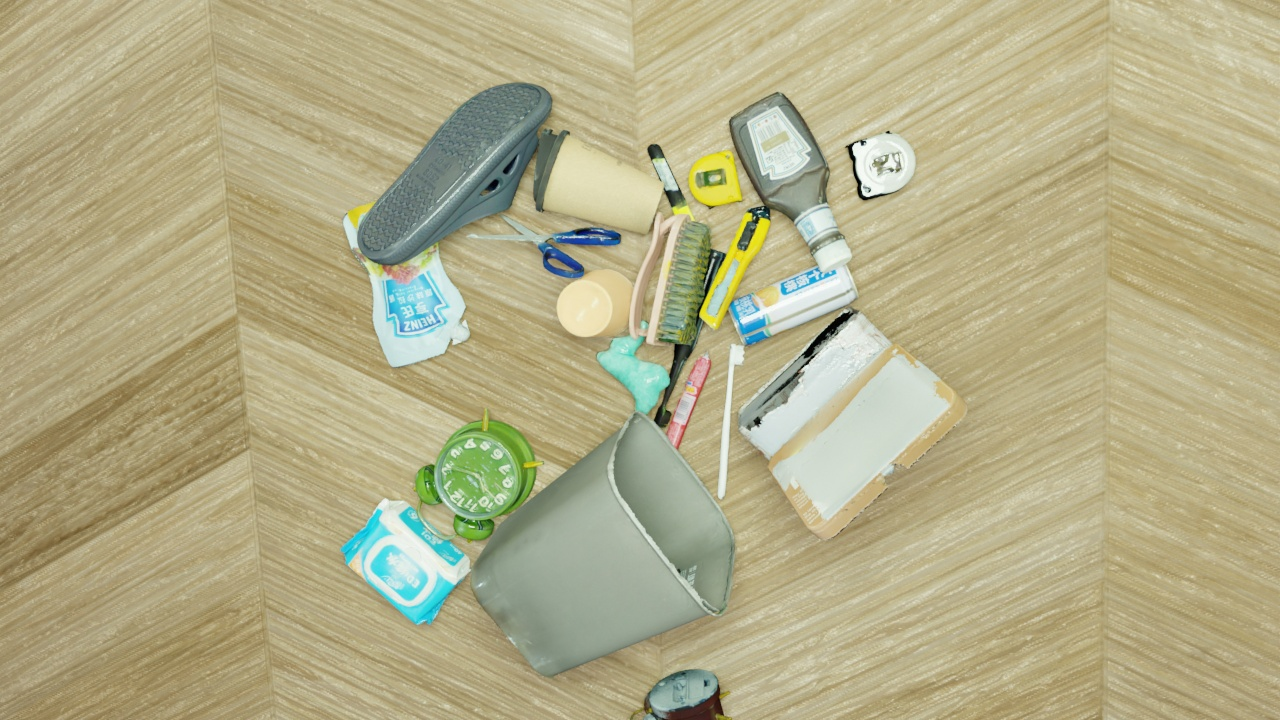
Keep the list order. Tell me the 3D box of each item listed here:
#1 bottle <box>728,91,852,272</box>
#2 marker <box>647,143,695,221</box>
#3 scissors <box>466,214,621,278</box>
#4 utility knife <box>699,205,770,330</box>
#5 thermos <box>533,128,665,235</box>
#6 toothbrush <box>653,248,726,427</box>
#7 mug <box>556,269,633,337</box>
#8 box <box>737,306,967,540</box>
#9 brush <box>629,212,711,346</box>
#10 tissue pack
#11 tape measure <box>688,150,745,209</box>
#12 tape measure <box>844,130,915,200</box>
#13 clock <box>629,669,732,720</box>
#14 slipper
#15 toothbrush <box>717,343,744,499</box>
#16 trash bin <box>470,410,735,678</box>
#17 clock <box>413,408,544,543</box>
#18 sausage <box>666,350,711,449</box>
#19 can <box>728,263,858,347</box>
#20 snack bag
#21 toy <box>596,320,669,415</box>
[{"bbox_3d":[0.165,-0.185,0.972,0.080,0.044,0.195,-27,78,11],"label":"bottle"},{"bbox_3d":[0.038,-0.186,1.026,0.018,0.015,0.124,-25,90,14],"label":"marker"},{"bbox_3d":[-0.101,-0.129,1.006,0.175,0.162,0.012,-5,123,-18],"label":"scissors"},{"bbox_3d":[0.105,-0.104,1.001,0.033,0.015,0.154,21,78,20],"label":"utility knife"},{"bbox_3d":[-0.049,-0.190,1.003,0.143,0.093,0.093,19,98,-3],"label":"thermos"},{"bbox_3d":[0.053,-0.022,1.037,0.027,0.026,0.213,10,102,-38],"label":"toothbrush"},{"bbox_3d":[-0.050,-0.060,0.996,0.078,0.122,0.078,1,96,8],"label":"mug"},{"bbox_3d":[0.195,0.049,0.911,0.106,0.271,0.178,43,99,-13],"label":"box"},{"bbox_3d":[0.032,-0.088,0.998,0.073,0.063,0.145,12,94,22],"label":"brush"},{"bbox_3d":[-0.278,0.240,1.090,0.140,0.063,0.090,41,100,1],"label":"tissue pack"},{"bbox_3d":[0.082,-0.198,1.011,0.057,0.029,0.060,-11,94,9],"label":"tape measure"},{"bbox_3d":[0.260,-0.210,0.984,0.066,0.033,0.066,-16,96,9],"label":"tape measure"},{"bbox_3d":[0.043,0.403,1.059,0.122,0.082,0.055,-15,100,6],"label":"clock"},{"bbox_3d":[-0.197,-0.199,1.023,0.268,0.083,0.111,-46,53,-4],"label":"slipper"},{"bbox_3d":[0.102,0.071,1.046,0.016,0.016,0.180,5,96,1],"label":"toothbrush"},{"bbox_3d":[-0.041,0.208,0.988,0.220,0.198,0.198,-35,100,19],"label":"trash bin"},{"bbox_3d":[-0.195,0.142,1.072,0.116,0.056,0.161,43,100,2],"label":"clock"},{"bbox_3d":[0.049,0.061,1.050,0.020,0.020,0.156,22,99,4],"label":"sausage"},{"bbox_3d":[0.166,-0.064,1.002,0.135,0.053,0.053,-23,93,9],"label":"can"},{"bbox_3d":[-0.270,-0.094,1.066,0.110,0.039,0.191,-17,95,-2],"label":"snack bag"},{"bbox_3d":[-0.006,0.006,1.040,0.092,0.030,0.096,38,102,15],"label":"toy"}]
